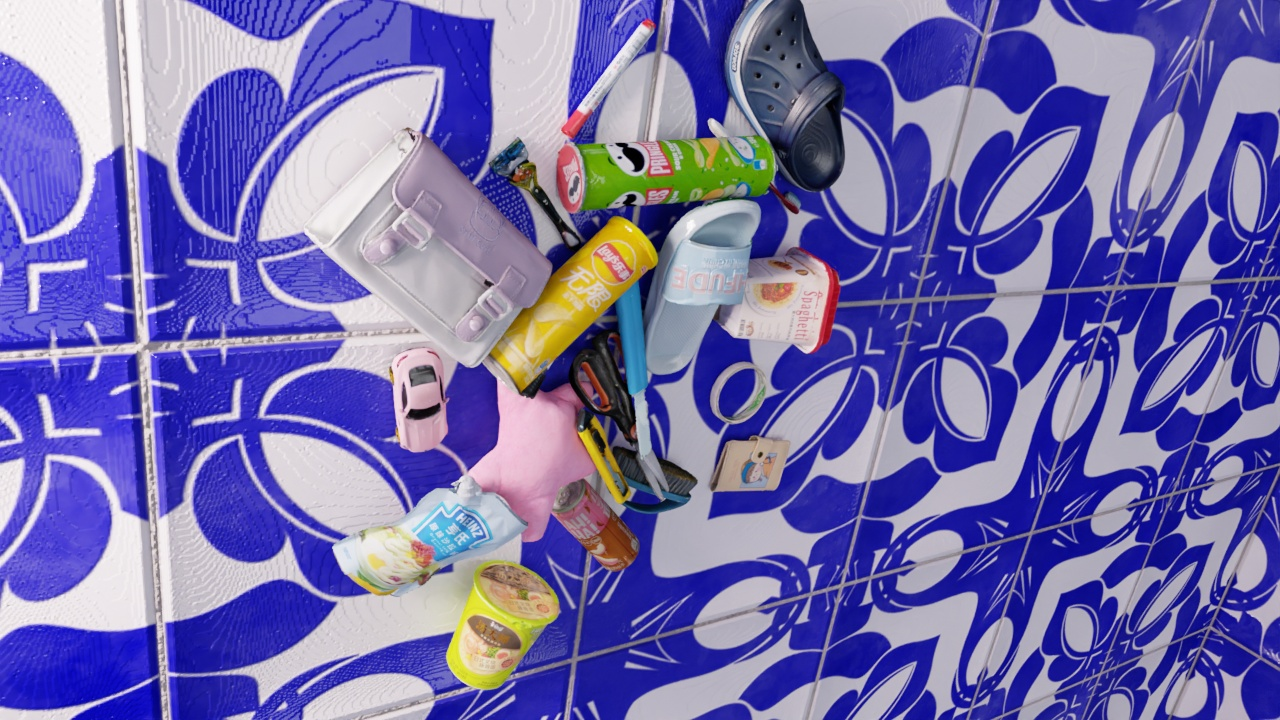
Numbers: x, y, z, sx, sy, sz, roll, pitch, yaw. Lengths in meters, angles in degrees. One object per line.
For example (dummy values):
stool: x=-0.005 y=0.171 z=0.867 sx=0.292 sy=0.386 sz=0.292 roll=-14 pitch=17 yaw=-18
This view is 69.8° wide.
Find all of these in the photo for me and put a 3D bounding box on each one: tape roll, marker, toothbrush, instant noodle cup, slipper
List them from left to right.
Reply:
instant noodle cup: x=-0.173 y=0.324 z=1.104 sx=0.111 sy=0.111 sz=0.123 roll=15 pitch=111 yaw=-37
marker: x=-0.095 y=-0.012 z=1.011 sx=0.022 sy=0.018 sz=0.130 roll=41 pitch=64 yaw=-20
marker: x=-0.032 y=-0.290 z=0.945 sx=0.017 sy=0.017 sz=0.145 roll=37 pitch=90 yaw=-39
slipper: x=0.066 y=-0.076 z=1.052 sx=0.103 sy=0.074 sz=0.246 roll=-1 pitch=129 yaw=-33
tape roll: x=0.131 y=0.043 z=1.217 sx=0.085 sy=0.014 sz=0.086 roll=-14 pitch=120 yaw=-27
toothbrush: x=0.139 y=-0.230 z=1.088 sx=0.187 sy=0.016 sz=0.017 roll=35 pitch=75 yaw=-39
instant noodle cup: x=0.162 y=-0.074 z=1.125 sx=0.124 sy=0.116 sz=0.116 roll=-2 pitch=114 yaw=-20
slipper: x=0.178 y=-0.289 z=1.037 sx=0.105 sy=0.095 sz=0.253 roll=-42 pitch=132 yaw=-13

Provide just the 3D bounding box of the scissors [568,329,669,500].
scissors: x=-0.005 y=0.063 z=1.094 sx=0.234 sy=0.022 sz=0.152 roll=44 pitch=57 yaw=-38

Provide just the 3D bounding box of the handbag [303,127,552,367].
handbag: x=-0.194 y=-0.105 z=0.884 sx=0.145 sy=0.098 sz=0.197 roll=-52 pitch=130 yaw=-8

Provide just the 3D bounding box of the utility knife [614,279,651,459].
utility knife: x=-0.006 y=0.006 z=1.067 sx=0.034 sy=0.018 sz=0.225 roll=-14 pitch=102 yaw=-37

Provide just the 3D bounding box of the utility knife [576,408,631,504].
utility knife: x=-0.040 y=0.114 z=1.067 sx=0.033 sy=0.015 sz=0.156 roll=-60 pitch=140 yaw=-36

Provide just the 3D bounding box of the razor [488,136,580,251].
razor: x=-0.101 y=-0.164 z=0.959 sx=0.042 sy=0.022 sz=0.143 roll=-42 pitch=129 yaw=-6

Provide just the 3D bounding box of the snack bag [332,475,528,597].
snack bag: x=-0.227 y=0.192 z=0.992 sx=0.191 sy=0.038 sz=0.110 roll=-28 pitch=119 yaw=13

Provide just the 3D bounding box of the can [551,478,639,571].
can: x=-0.058 y=0.204 z=1.144 sx=0.058 sy=0.058 sz=0.147 roll=-43 pitch=129 yaw=-9

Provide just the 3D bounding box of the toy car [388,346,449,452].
toy car: x=-0.231 y=0.044 z=0.967 sx=0.056 sy=0.037 sz=0.122 roll=-13 pitch=120 yaw=-26

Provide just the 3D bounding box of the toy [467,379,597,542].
toy: x=-0.111 y=0.109 z=1.040 sx=0.178 sy=0.075 sz=0.194 roll=20 pitch=82 yaw=-38

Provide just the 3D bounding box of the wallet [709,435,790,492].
wallet: x=0.155 y=0.144 z=1.278 sx=0.115 sy=0.024 sz=0.087 roll=5 pitch=114 yaw=-33

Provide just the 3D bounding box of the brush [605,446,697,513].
brush: x=0.008 y=0.158 z=1.166 sx=0.143 sy=0.055 sz=0.073 roll=24 pitch=97 yaw=-39

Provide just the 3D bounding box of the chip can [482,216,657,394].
chip can: x=-0.078 y=-0.061 z=0.979 sx=0.213 sy=0.072 sz=0.072 roll=-44 pitch=129 yaw=-15

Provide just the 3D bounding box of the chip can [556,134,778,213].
chip can: x=0.030 y=-0.203 z=0.984 sx=0.235 sy=0.072 sz=0.072 roll=-9 pitch=117 yaw=-25
